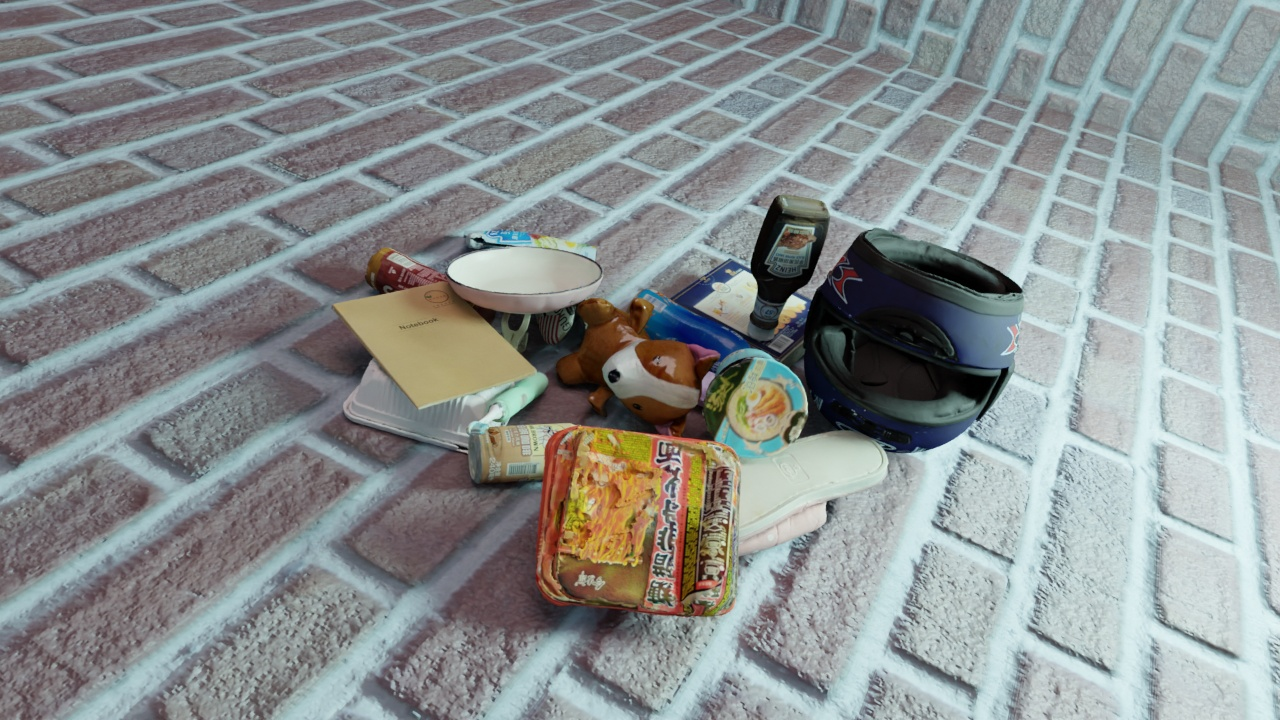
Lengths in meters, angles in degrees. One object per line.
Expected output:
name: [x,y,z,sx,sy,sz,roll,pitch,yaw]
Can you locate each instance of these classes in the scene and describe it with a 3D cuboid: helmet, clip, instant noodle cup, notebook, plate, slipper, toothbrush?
helmet: [0.307,-0.010,1.073,0.247,0.241,0.314,23,19,15]
clip: [-0.157,-0.030,1.119,0.034,0.082,0.104,11,24,-3]
instant noodle cup: [-0.227,0.026,1.023,0.173,0.060,0.137,14,35,4]
notebook: [-0.233,-0.024,1.031,0.147,0.008,0.207,-17,44,-37]
instant noodle cup: [-0.004,0.153,0.857,0.188,0.079,0.164,8,71,-8]
instant noodle cup: [0.123,0.038,1.016,0.111,0.111,0.120,13,13,0]
plate: [-0.142,-0.096,1.131,0.192,0.039,0.192,2,23,-1]
slipper: [0.142,0.143,0.977,0.273,0.054,0.114,-17,39,-22]
toothbrush: [-0.142,0.046,0.983,0.027,0.026,0.224,0,11,12]

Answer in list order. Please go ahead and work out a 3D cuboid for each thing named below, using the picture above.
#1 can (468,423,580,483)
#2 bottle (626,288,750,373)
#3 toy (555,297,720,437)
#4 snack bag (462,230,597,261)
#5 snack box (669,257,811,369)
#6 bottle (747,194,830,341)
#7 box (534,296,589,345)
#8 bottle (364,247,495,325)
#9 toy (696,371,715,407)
can: [-0.118,0.096,0.958,0.116,0.059,0.058,-2,37,-20]
bottle: [0.083,-0.021,1.186,0.219,0.065,0.065,29,38,21]
toy: [-0.006,0.006,1.061,0.200,0.140,0.130,34,21,33]
snack bag: [-0.160,-0.163,1.315,0.191,0.039,0.110,10,19,-8]
snack box: [0.152,-0.060,1.279,0.182,0.046,0.177,30,39,22]
bottle: [0.175,-0.111,1.148,0.080,0.195,0.044,6,38,-10]
box: [-0.110,-0.078,1.215,0.087,0.076,0.162,-14,42,-4]
bottle: [-0.266,-0.087,1.171,0.175,0.058,0.057,25,36,17]
toy: [0.099,0.045,1.119,0.108,0.039,0.083,23,36,11]
